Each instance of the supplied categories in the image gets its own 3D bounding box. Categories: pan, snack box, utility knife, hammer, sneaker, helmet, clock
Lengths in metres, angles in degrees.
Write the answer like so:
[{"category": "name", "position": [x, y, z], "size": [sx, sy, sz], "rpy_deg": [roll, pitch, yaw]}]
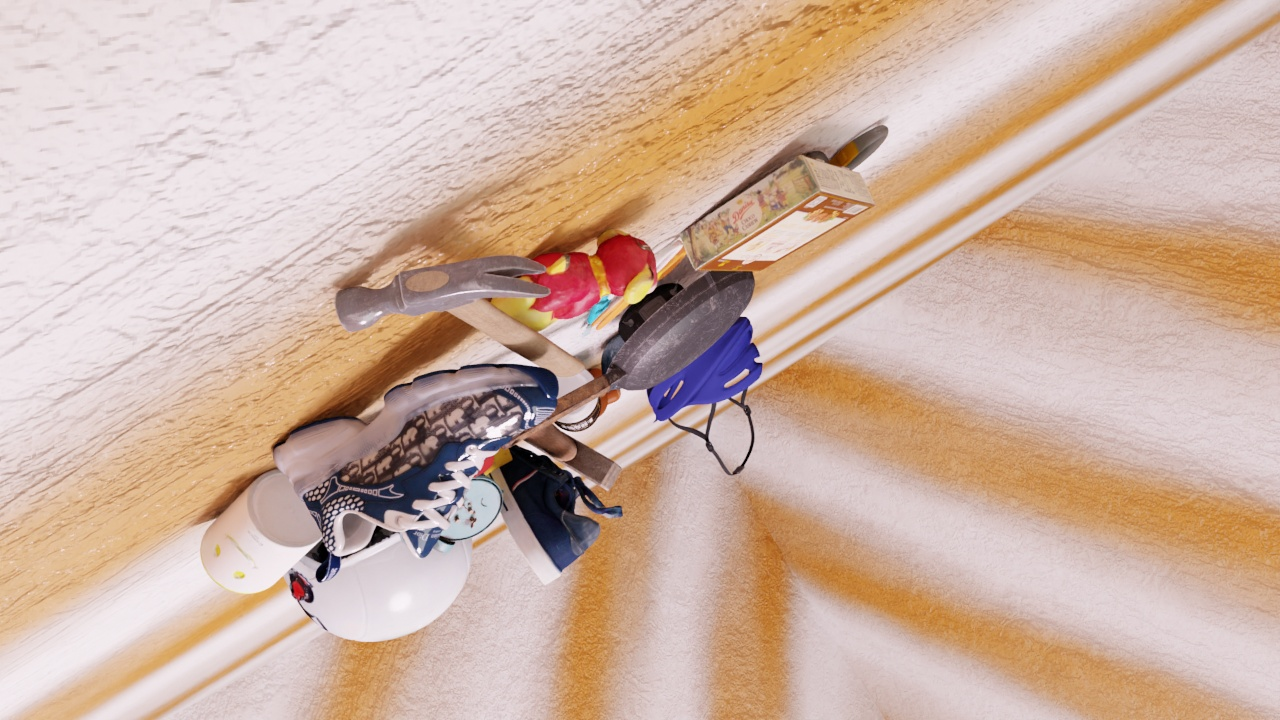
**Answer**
[{"category": "pan", "position": [-0.006, 0.006, 0.979], "size": [0.356, 0.040, 0.208], "rpy_deg": [-34, 167, -27]}, {"category": "snack box", "position": [0.134, -0.137, 0.892], "size": [0.147, 0.041, 0.142], "rpy_deg": [-30, 168, 32]}, {"category": "utility knife", "position": [-0.044, -0.050, 0.932], "size": [0.022, 0.015, 0.159], "rpy_deg": [-27, 168, -24]}, {"category": "hammer", "position": [-0.129, 0.080, 1.105], "size": [0.037, 0.158, 0.301], "rpy_deg": [-59, 160, -9]}, {"category": "sneaker", "position": [-0.120, 0.156, 1.154], "size": [0.127, 0.121, 0.294], "rpy_deg": [-34, -148, -8]}, {"category": "helmet", "position": [-0.316, 0.267, 1.160], "size": [0.235, 0.163, 0.265], "rpy_deg": [-26, -174, -38]}, {"category": "hammer", "position": [-0.096, -0.016, 0.696], "size": [0.119, 0.030, 0.331], "rpy_deg": [-13, 166, 8]}, {"category": "sneaker", "position": [-0.176, 0.092, 0.754], "size": [0.270, 0.132, 0.103], "rpy_deg": [-22, 166, 19]}, {"category": "helmet", "position": [0.117, 0.053, 1.363], "size": [0.242, 0.227, 0.147], "rpy_deg": [-37, 179, 40]}, {"category": "clock", "position": [0.017, -0.050, 1.044], "size": [0.091, 0.044, 0.123], "rpy_deg": [-36, 169, -2]}, {"category": "clock", "position": [-0.217, 0.168, 1.044], "size": [0.124, 0.053, 0.090], "rpy_deg": [-31, 132, -13]}]

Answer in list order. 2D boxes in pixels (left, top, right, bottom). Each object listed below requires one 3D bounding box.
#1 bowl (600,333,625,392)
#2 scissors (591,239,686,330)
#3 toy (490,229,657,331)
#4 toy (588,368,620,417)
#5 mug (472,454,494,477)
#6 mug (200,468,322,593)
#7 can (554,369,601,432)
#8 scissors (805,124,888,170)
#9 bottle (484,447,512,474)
[{"category": "bowl", "position": [-0.009, -0.009, 1.152], "size": [0.110, 0.055, 0.110], "rpy_deg": [-30, 170, -6]}, {"category": "scissors", "position": [-0.004, -0.073, 0.896], "size": [0.133, 0.012, 0.084], "rpy_deg": [-41, 171, -7]}, {"category": "toy", "position": [-0.054, -0.063, 0.728], "size": [0.137, 0.067, 0.105], "rpy_deg": [-19, 168, -1]}, {"category": "toy", "position": [-0.077, 0.052, 1.295], "size": [0.095, 0.065, 0.128], "rpy_deg": [-22, 178, -8]}, {"category": "mug", "position": [-0.227, 0.106, 0.982], "size": [0.096, 0.080, 0.117], "rpy_deg": [-25, 176, -35]}, {"category": "mug", "position": [-0.349, 0.160, 0.855], "size": [0.106, 0.082, 0.082], "rpy_deg": [-38, 169, 34]}, {"category": "can", "position": [-0.087, 0.050, 1.161], "size": [0.072, 0.072, 0.129], "rpy_deg": [-31, 171, -6]}, {"category": "scissors", "position": [0.160, -0.170, 0.964], "size": [0.165, 0.016, 0.226], "rpy_deg": [-23, 168, -42]}, {"category": "bottle", "position": [-0.241, 0.127, 1.087], "size": [0.163, 0.071, 0.071], "rpy_deg": [-29, 171, -15]}]
